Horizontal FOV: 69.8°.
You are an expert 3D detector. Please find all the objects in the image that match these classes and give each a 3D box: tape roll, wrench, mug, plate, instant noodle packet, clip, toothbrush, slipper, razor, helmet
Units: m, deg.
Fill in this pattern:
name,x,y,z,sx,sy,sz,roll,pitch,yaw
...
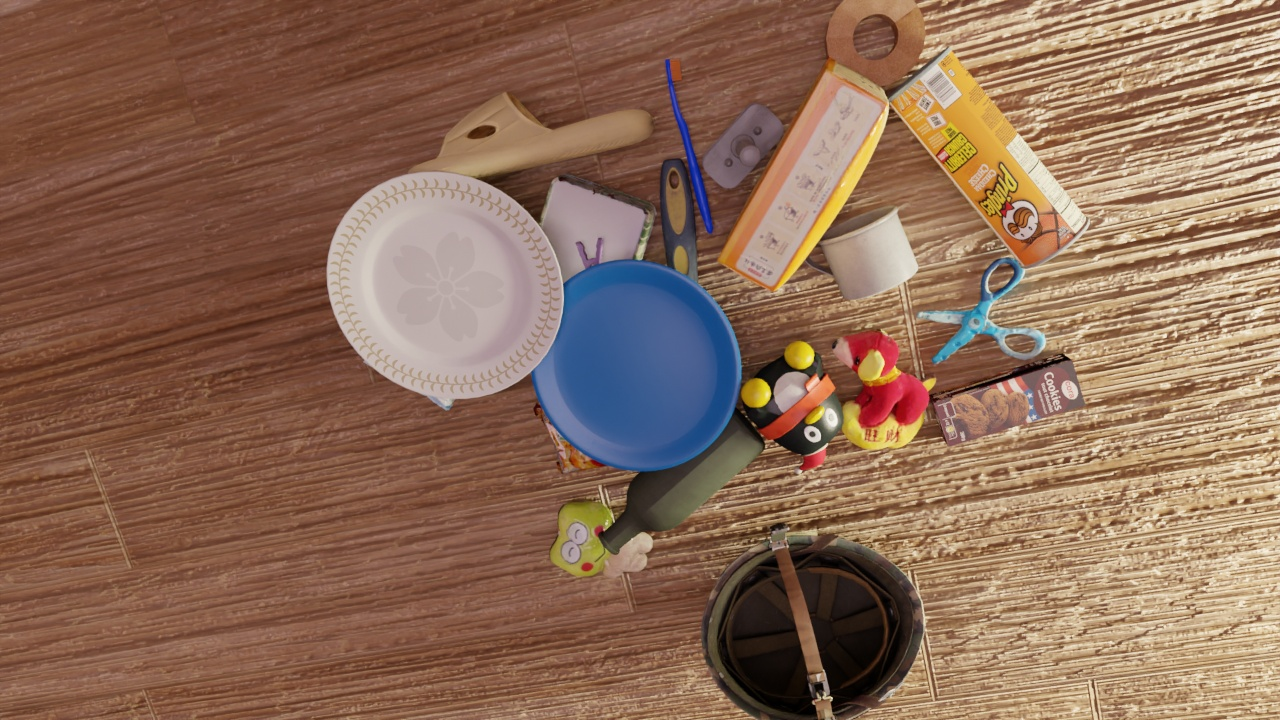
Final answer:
name,x,y,z,sx,sy,sz,roll,pitch,yaw
tape roll,0.229,-0.315,0.898,0.094,0.027,0.094,2,104,7
wrench,0.049,-0.077,0.984,0.073,0.022,0.273,-4,103,8
mug,0.218,-0.106,0.930,0.113,0.084,0.070,-14,106,45
plate,-0.005,0.006,0.954,0.224,0.024,0.224,4,105,14
instant noodle packet,-0.044,0.070,1.024,0.135,0.039,0.098,-14,97,9
clip,-0.046,-0.105,0.945,0.046,0.014,0.050,-35,92,13
toothbrush,0.053,-0.221,0.951,0.018,0.016,0.182,-14,101,6
slipper,-0.118,-0.233,0.925,0.261,0.111,0.079,-10,104,6
plate,-0.198,-0.073,0.938,0.242,0.016,0.243,2,113,3
razor,0.103,-0.205,0.896,0.047,0.116,0.088,41,105,-10
helmet,0.175,0.274,0.944,0.225,0.236,0.192,-22,67,22

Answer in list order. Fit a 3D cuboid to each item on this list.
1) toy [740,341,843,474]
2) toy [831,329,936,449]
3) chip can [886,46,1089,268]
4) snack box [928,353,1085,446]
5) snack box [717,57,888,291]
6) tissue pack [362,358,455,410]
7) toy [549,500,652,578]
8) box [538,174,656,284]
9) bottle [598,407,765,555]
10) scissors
name,x,y,z,sx,sy,sz,roll,pitch,yaw
toy,0.165,0.052,0.959,0.097,0.100,0.119,-40,88,-7
toy,0.257,0.032,0.963,0.105,0.067,0.137,-15,109,4
chip can,0.335,-0.194,0.888,0.075,0.075,0.215,-40,95,14
snack box,0.382,0.042,0.961,0.141,0.031,0.051,-19,100,12
snack box,0.160,-0.175,0.869,0.080,0.144,0.196,29,115,0
tissue pack,-0.215,-0.049,1.002,0.112,0.070,0.182,31,105,-2
toy,-0.044,0.210,1.055,0.115,0.046,0.092,14,100,-4
box,-0.067,-0.087,0.985,0.118,0.050,0.206,19,105,6
bottle,0.039,0.135,1.001,0.207,0.071,0.071,-43,95,9
scissors,0.357,-0.051,0.954,0.134,0.012,0.134,8,105,8
